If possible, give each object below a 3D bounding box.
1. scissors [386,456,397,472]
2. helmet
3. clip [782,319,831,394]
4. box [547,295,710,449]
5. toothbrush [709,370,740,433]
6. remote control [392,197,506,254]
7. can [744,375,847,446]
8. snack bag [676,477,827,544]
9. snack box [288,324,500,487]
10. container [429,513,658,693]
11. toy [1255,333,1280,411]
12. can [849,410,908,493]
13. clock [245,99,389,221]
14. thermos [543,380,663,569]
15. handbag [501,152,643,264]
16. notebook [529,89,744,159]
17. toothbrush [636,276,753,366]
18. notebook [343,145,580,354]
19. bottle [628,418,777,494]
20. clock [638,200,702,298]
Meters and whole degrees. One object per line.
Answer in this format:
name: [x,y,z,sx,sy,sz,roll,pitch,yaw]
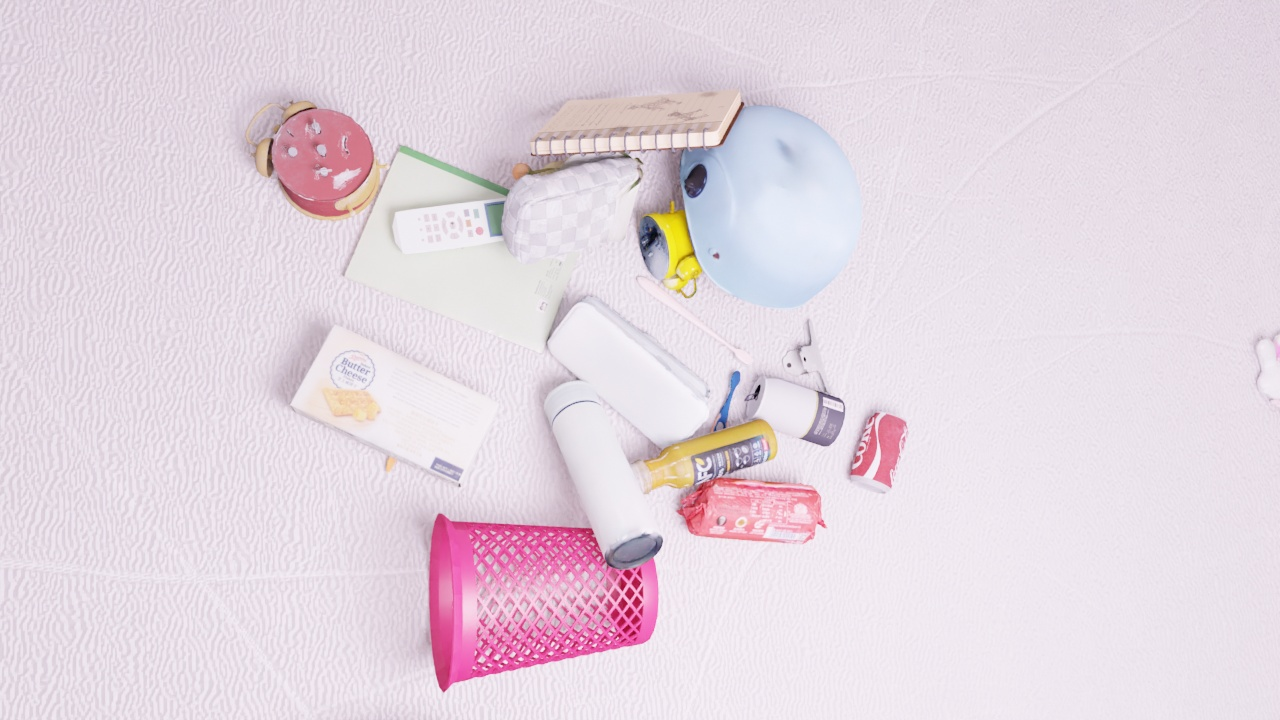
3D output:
scissors: [-0.276,0.070,1.074,0.129,0.011,0.125,24,76,-6]
helmet: [0.170,-0.204,1.116,0.225,0.167,0.265,1,63,-37]
clip: [0.216,-0.001,1.183,0.054,0.038,0.101,-12,84,-26]
box: [-0.008,0.006,1.133,0.216,0.109,0.108,42,118,-2]
toothbrush: [0.102,0.077,1.155,0.021,0.017,0.135,18,81,-5]
remote control: [-0.223,-0.160,1.100,0.143,0.024,0.049,-10,88,-13]
can: [0.190,0.061,1.149,0.127,0.064,0.064,18,78,-9]
snack bag: [0.138,0.180,1.112,0.176,0.082,0.082,6,81,-12]
snack box: [-0.275,0.053,1.041,0.208,0.058,0.104,26,75,-7]
container: [-0.107,0.256,1.011,0.225,0.183,0.183,1,82,-20]
toy: [0.928,0.025,1.329,0.075,0.037,0.125,-13,87,-18]
can: [0.306,0.117,1.172,0.054,0.054,0.096,23,78,-8]
clock: [-0.378,-0.239,1.060,0.159,0.081,0.117,33,76,-6]
thermos: [-0.046,0.122,1.026,0.068,0.068,0.230,-16,49,-14]
handbag: [-0.092,-0.191,1.088,0.171,0.113,0.123,-22,59,-31]
notebook: [-0.003,-0.278,1.074,0.226,0.167,0.024,1,123,17]
toothbrush: [0.068,-0.050,1.166,0.181,0.018,0.015,37,75,-2]
notebook: [-0.206,-0.136,1.120,0.252,0.010,0.181,21,78,-9]
bottle: [0.071,0.117,1.084,0.185,0.053,0.053,-14,85,-21]
clock: [0.040,-0.133,1.136,0.057,0.083,0.118,-16,83,-21]
